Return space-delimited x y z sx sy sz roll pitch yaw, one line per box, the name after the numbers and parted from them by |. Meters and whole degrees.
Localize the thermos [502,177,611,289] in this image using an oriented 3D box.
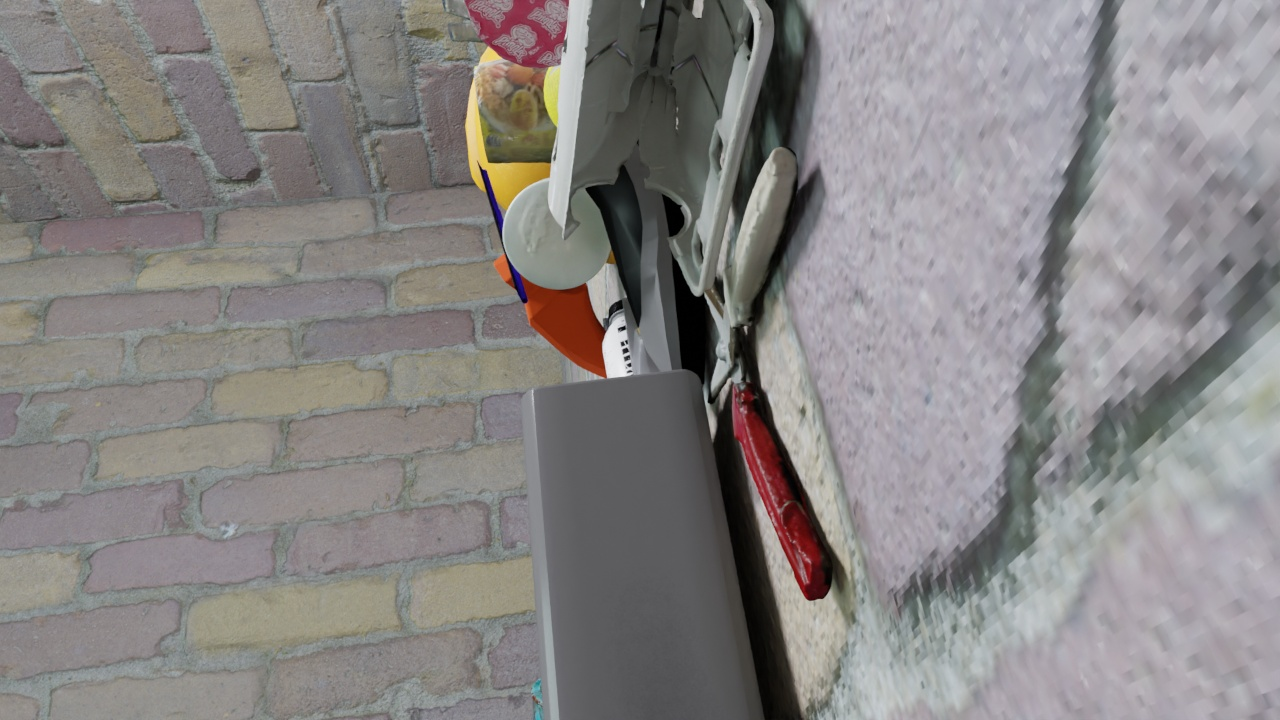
-0.045 -0.099 0.642 0.230 0.068 0.068 -87 -7 -76 | thermos

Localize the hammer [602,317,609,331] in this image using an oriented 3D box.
-0.010 0.121 0.913 0.095 0.015 0.325 -135 38 -79 | hammer

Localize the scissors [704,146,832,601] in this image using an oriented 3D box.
0.042 -0.009 0.350 0.198 0.015 0.180 -103 8 -50 | scissors

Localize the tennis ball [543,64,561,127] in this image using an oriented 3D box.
-0.028 -0.170 0.582 0.065 0.065 0.065 173 91 -83 | tennis ball

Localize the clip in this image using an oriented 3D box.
-0.003 -0.115 0.348 0.127 0.110 0.150 104 152 -51 | clip

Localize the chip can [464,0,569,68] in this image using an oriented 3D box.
-0.050 -0.251 0.532 0.222 0.075 0.076 -90 0 -48 | chip can

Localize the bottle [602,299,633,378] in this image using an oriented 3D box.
-0.004 0.004 0.637 0.041 0.041 0.115 91 170 -47 | bottle

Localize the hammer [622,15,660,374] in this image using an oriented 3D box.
0.004 -0.124 0.526 0.127 0.029 0.324 -117 23 -72 | hammer

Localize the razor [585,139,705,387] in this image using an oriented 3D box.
0.007 -0.054 0.463 0.057 0.060 0.156 -78 -35 -73 | razor

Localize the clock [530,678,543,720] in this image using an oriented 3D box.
-0.013 0.245 0.611 0.157 0.121 0.073 87 -179 -88 | clock

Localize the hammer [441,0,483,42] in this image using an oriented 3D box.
-0.064 -0.295 0.694 0.318 0.130 0.032 -89 -9 -56 | hammer

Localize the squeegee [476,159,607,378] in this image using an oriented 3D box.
-0.059 -0.040 0.701 0.185 0.055 0.249 44 -169 -31 | squeegee

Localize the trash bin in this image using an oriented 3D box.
0.001 0.147 0.457 0.192 0.097 0.219 88 174 -59 | trash bin

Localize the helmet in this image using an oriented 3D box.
-0.100 -0.214 0.881 0.205 0.131 0.255 109 155 -76 | helmet

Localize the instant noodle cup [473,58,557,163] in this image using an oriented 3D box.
-0.061 -0.184 0.660 0.102 0.108 0.102 171 92 -85 | instant noodle cup
